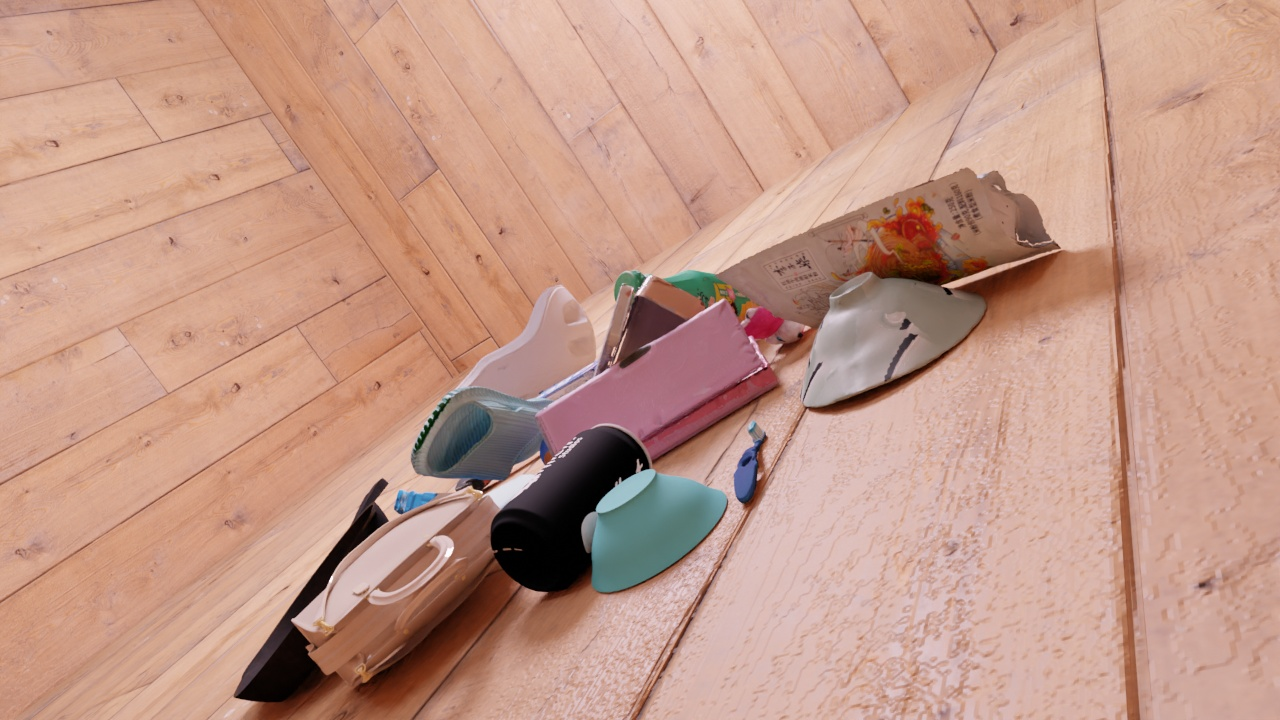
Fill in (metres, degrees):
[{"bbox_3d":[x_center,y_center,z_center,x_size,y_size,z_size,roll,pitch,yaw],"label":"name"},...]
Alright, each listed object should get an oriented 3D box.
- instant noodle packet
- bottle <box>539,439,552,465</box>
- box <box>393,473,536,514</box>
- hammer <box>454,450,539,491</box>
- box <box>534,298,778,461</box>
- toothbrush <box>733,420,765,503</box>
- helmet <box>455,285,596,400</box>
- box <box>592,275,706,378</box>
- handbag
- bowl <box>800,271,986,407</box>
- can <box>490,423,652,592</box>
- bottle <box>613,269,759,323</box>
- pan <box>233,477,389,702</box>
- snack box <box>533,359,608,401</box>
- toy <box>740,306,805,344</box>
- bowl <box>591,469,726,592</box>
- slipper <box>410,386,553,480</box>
[{"bbox_3d":[0.207,-0.083,0.806,0.270,0.146,0.057,-22,49,49],"label":"instant noodle packet"},{"bbox_3d":[-0.086,0.099,1.019,0.048,0.048,0.131,-33,0,6],"label":"bottle"},{"bbox_3d":[-0.174,0.168,1.044,0.174,0.063,0.244,-5,-4,-25],"label":"box"},{"bbox_3d":[-0.109,0.095,1.240,0.333,0.033,0.133,-32,8,7],"label":"hammer"},{"bbox_3d":[0.010,0.033,0.908,0.233,0.098,0.099,-31,17,10],"label":"box"},{"bbox_3d":[0.085,0.076,0.708,0.021,0.016,0.132,-33,8,20],"label":"toothbrush"},{"bbox_3d":[-0.206,0.005,1.552,0.282,0.184,0.224,-29,2,-14],"label":"helmet"},{"bbox_3d":[0.001,-0.003,1.005,0.217,0.107,0.094,113,162,-60],"label":"box"},{"bbox_3d":[-0.190,0.184,0.769,0.194,0.101,0.198,-42,4,-28],"label":"handbag"},{"bbox_3d":[0.191,-0.034,0.759,0.174,0.068,0.174,-31,8,4],"label":"bowl"},{"bbox_3d":[-0.054,0.119,0.762,0.080,0.080,0.145,-26,12,40],"label":"can"},{"bbox_3d":[0.061,-0.071,1.070,0.209,0.068,0.068,4,-19,-40],"label":"bottle"},{"bbox_3d":[-0.326,0.230,1.008,0.249,0.043,0.355,-49,12,17],"label":"pan"},{"bbox_3d":[-0.135,0.076,1.344,0.227,0.059,0.059,-30,6,24],"label":"snack box"},{"bbox_3d":[0.150,-0.036,0.975,0.102,0.050,0.066,-3,-39,-46],"label":"toy"},{"bbox_3d":[0.001,0.116,0.691,0.121,0.046,0.121,-33,9,6],"label":"bowl"},{"bbox_3d":[-0.150,0.087,0.992,0.116,0.069,0.275,-53,-18,10],"label":"slipper"}]
